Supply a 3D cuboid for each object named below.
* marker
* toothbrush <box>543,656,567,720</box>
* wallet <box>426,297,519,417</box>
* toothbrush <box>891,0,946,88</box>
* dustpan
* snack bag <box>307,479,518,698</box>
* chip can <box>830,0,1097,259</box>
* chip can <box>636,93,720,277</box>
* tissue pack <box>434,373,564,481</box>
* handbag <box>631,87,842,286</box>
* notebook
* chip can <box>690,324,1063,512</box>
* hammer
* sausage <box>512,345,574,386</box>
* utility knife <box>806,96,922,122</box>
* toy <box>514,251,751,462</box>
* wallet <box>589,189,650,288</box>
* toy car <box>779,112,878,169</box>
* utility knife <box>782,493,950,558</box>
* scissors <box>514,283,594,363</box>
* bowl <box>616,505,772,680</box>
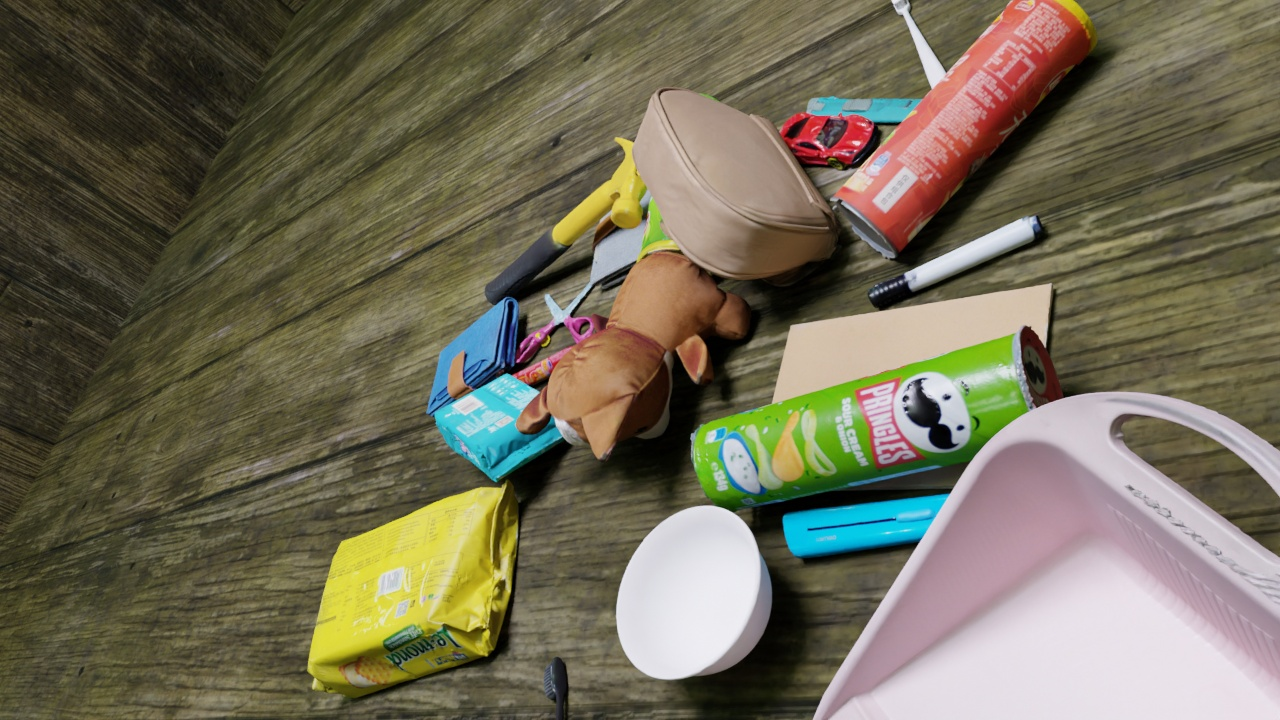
[{"bbox_3d":[0.227,-0.072,0.670,0.131,0.018,0.022,-26,34,31],"label":"marker"},{"bbox_3d":[-0.061,0.306,0.667,0.018,0.014,0.188,-41,37,31],"label":"toothbrush"},{"bbox_3d":[-0.190,-0.001,1.036,0.133,0.040,0.106,-35,37,35],"label":"wallet"},{"bbox_3d":[0.251,-0.286,0.824,0.016,0.016,0.179,-32,41,28],"label":"toothbrush"},{"bbox_3d":[0.186,0.154,0.424,0.273,0.139,0.222,-47,37,5],"label":"dustpan"},{"bbox_3d":[-0.217,0.216,0.865,0.247,0.068,0.157,-26,44,30],"label":"snack bag"},{"bbox_3d":[0.243,-0.179,0.698,0.217,0.073,0.073,-48,36,5],"label":"chip can"},{"bbox_3d":[0.045,-0.169,0.901,0.073,0.072,0.220,-20,47,36],"label":"chip can"},{"bbox_3d":[-0.133,0.064,0.891,0.093,0.050,0.133,-31,28,-23],"label":"tissue pack"},{"bbox_3d":[0.075,-0.145,0.784,0.100,0.147,0.204,-63,34,38],"label":"handbag"},{"bbox_3d":[0.179,0.024,0.649,0.208,0.008,0.147,-9,54,43],"label":"notebook"},{"bbox_3d":[0.145,0.047,0.599,0.237,0.072,0.072,-20,47,36],"label":"chip can"},{"bbox_3d":[-0.083,-0.134,0.987,0.302,0.033,0.128,-32,37,45],"label":"hammer"},{"bbox_3d":[-0.116,0.017,0.963,0.156,0.020,0.020,-25,44,32],"label":"sausage"},{"bbox_3d":[0.208,-0.226,0.822,0.176,0.013,0.029,22,78,53],"label":"utility knife"},{"bbox_3d":[-0.005,0.005,0.776,0.140,0.130,0.199,1,40,50],"label":"toy"},{"bbox_3d":[-0.009,-0.144,0.969,0.107,0.037,0.129,-20,47,35],"label":"wallet"},{"bbox_3d":[0.167,-0.203,0.834,0.106,0.031,0.049,22,78,51],"label":"toy car"},{"bbox_3d":[0.185,0.097,0.574,0.219,0.018,0.034,-17,48,37],"label":"utility knife"},{"bbox_3d":[-0.086,-0.042,0.984,0.133,0.017,0.134,-48,34,1],"label":"scissors"},{"bbox_3d":[0.049,0.166,0.622,0.119,0.064,0.118,-29,42,29],"label":"bowl"}]
